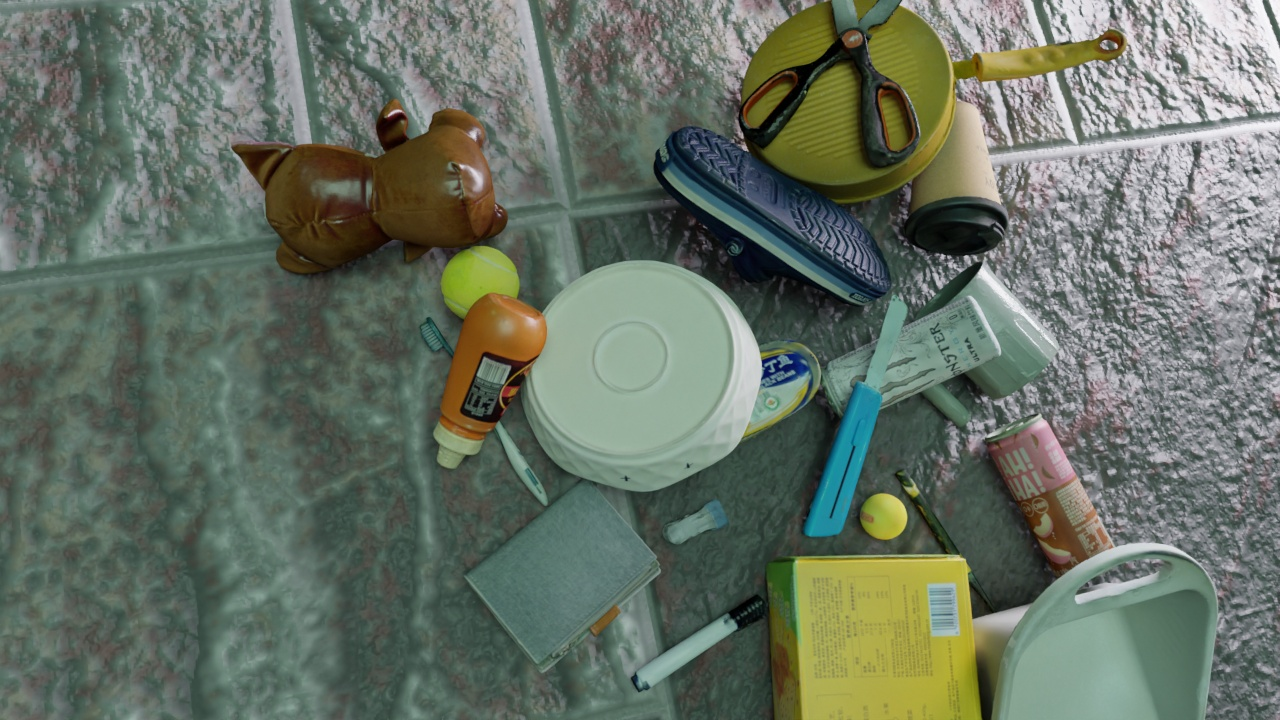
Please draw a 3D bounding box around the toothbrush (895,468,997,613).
[{"bbox_3d":[0.283,0.180,0.831,0.017,0.012,0.186,-31,85,-5],"label":"toothbrush"}]

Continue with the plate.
[{"bbox_3d":[-0.005,0.004,0.762,0.205,0.045,0.204,-3,68,8],"label":"plate"}]

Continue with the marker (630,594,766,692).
[{"bbox_3d":[0.051,0.238,0.770,0.130,0.018,0.022,-29,93,-16],"label":"marker"}]

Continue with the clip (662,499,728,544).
[{"bbox_3d":[0.047,0.141,0.791,0.058,0.036,0.025,-20,84,-15],"label":"clip"}]

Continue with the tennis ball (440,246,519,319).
[{"bbox_3d":[-0.136,-0.064,0.778,0.065,0.066,0.065,2,77,-11],"label":"tennis ball"}]

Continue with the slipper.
[{"bbox_3d":[0.113,-0.109,0.813,0.252,0.095,0.104,28,41,-21],"label":"slipper"}]

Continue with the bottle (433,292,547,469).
[{"bbox_3d":[-0.129,0.021,0.743,0.067,0.066,0.150,25,102,-5],"label":"bottle"}]

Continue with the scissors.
[{"bbox_3d":[0.182,-0.268,0.826,0.232,0.021,0.220,-29,71,8],"label":"scissors"}]

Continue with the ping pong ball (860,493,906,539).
[{"bbox_3d":[0.215,0.138,0.812,0.040,0.040,0.040,2,77,-11],"label":"ping pong ball"}]

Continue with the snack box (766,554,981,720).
[{"bbox_3d":[0.193,0.269,0.762,0.157,0.070,0.210,1,77,-11],"label":"snack box"}]

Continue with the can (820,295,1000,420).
[{"bbox_3d":[0.234,0.001,0.802,0.147,0.058,0.058,-27,82,19],"label":"can"}]

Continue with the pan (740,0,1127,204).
[{"bbox_3d":[0.270,-0.259,0.853,0.358,0.078,0.197,-14,73,12],"label":"pan"}]

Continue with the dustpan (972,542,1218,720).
[{"bbox_3d":[0.380,0.278,0.750,0.222,0.143,0.257,-11,83,-13],"label":"dustpan"}]

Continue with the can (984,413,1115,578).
[{"bbox_3d":[0.374,0.125,0.837,0.057,0.058,0.147,-24,82,-15],"label":"can"}]

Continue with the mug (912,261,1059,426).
[{"bbox_3d":[0.305,-0.013,0.852,0.103,0.083,0.124,45,98,0],"label":"mug"}]

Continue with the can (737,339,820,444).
[{"bbox_3d":[0.087,0.033,0.807,0.148,0.049,0.074,-23,82,-15],"label":"can"}]

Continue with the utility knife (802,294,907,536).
[{"bbox_3d":[0.186,0.051,0.785,0.034,0.018,0.223,13,104,-7],"label":"utility knife"}]

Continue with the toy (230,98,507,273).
[{"bbox_3d":[-0.218,-0.139,0.755,0.199,0.130,0.140,-12,118,-3],"label":"toy"}]

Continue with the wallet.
[{"bbox_3d":[-0.061,0.176,0.753,0.129,0.037,0.106,-38,76,-18],"label":"wallet"}]

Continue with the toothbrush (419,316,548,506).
[{"bbox_3d":[-0.134,0.044,0.780,0.018,0.016,0.191,-33,85,-6],"label":"toothbrush"}]

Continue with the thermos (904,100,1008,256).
[{"bbox_3d":[0.299,-0.172,0.879,0.093,0.093,0.143,8,69,-9],"label":"thermos"}]
